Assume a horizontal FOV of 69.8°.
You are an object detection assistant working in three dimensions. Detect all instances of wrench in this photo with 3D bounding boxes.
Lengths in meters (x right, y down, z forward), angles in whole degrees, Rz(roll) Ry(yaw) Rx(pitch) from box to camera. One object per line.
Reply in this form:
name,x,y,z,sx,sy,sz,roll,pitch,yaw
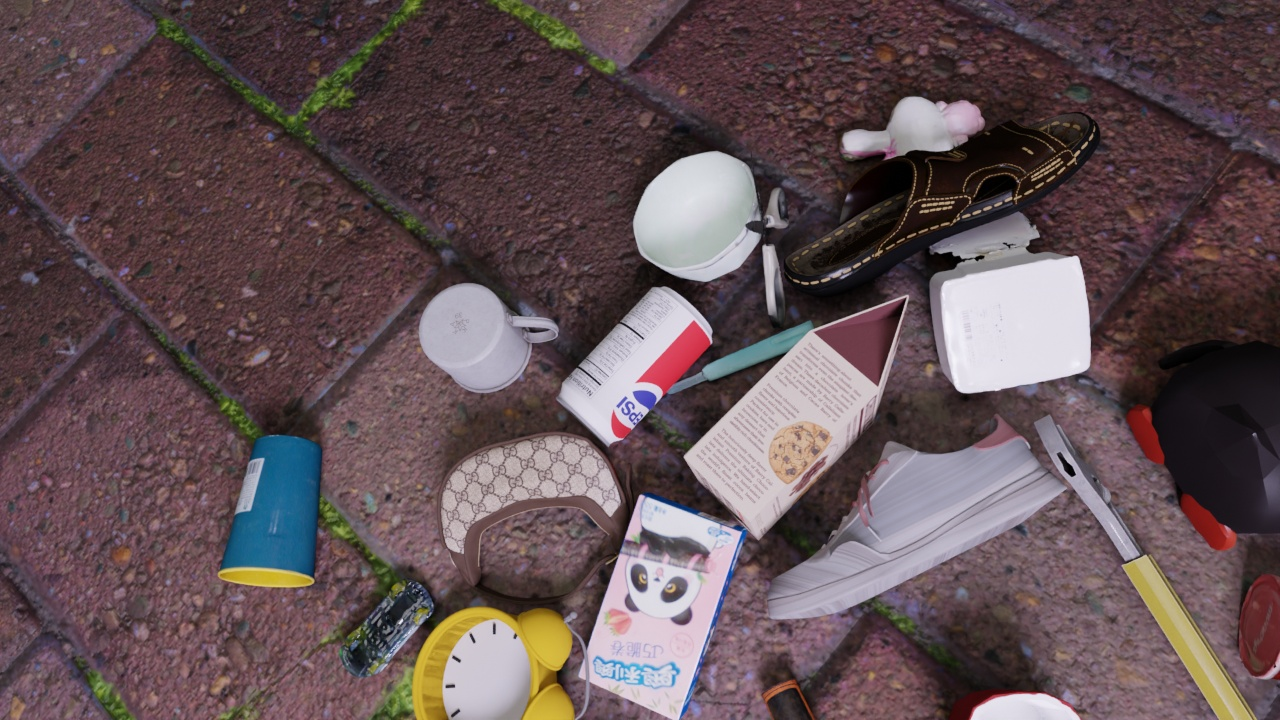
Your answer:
wrench,0.365,0.160,0.655,0.018,0.083,0.273,-35,72,26

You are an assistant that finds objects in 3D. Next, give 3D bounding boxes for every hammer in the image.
hammer,0.166,0.368,0.618,0.035,0.138,0.314,-27,55,1

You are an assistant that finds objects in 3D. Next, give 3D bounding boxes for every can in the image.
can,-0.005,0.005,0.781,0.070,0.070,0.132,41,83,21

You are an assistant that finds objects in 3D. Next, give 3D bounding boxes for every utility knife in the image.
utility knife,0.085,-0.001,0.794,0.141,0.015,0.022,-22,47,4

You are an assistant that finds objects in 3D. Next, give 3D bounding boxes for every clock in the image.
clock,-0.109,0.252,0.721,0.152,0.052,0.113,-12,67,20

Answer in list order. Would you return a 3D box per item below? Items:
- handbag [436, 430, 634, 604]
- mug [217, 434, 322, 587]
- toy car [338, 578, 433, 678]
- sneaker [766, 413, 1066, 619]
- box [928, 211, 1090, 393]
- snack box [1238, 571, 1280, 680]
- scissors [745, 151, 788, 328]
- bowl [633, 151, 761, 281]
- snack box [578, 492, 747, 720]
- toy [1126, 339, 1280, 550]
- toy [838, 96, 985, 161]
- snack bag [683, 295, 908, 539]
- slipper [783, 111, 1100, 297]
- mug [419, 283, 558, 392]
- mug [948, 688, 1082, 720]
handbag,-0.083,0.131,0.768,0.166,0.063,0.138,-13,87,2
mug,-0.318,0.131,0.803,0.078,0.078,0.121,-4,66,10
toy car,-0.211,0.226,0.770,0.039,0.027,0.089,39,82,18
sneaker,0.190,0.114,0.691,0.236,0.099,0.089,-26,66,0
box,0.284,-0.065,0.753,0.107,0.132,0.152,-11,101,6
snack box,0.483,0.192,0.616,0.121,0.072,0.072,10,74,14
scissors,0.109,-0.106,0.768,0.013,0.171,0.157,-1,32,18
bowl,0.058,-0.118,0.808,0.118,0.061,0.117,-13,61,25
snack box,0.017,0.190,0.718,0.088,0.033,0.154,18,88,17
toy,0.469,0.034,0.634,0.184,0.140,0.159,-25,68,2
toy,0.242,-0.194,0.815,0.123,0.038,0.079,-22,72,13
snack bag,0.137,0.038,0.727,0.206,0.094,0.070,-44,69,-5
slipper,0.234,-0.139,0.746,0.268,0.076,0.112,-27,28,8
mug,-0.133,-0.024,0.818,0.113,0.070,0.084,-14,69,8
mug,0.255,0.283,0.617,0.080,0.096,0.116,-6,70,9
